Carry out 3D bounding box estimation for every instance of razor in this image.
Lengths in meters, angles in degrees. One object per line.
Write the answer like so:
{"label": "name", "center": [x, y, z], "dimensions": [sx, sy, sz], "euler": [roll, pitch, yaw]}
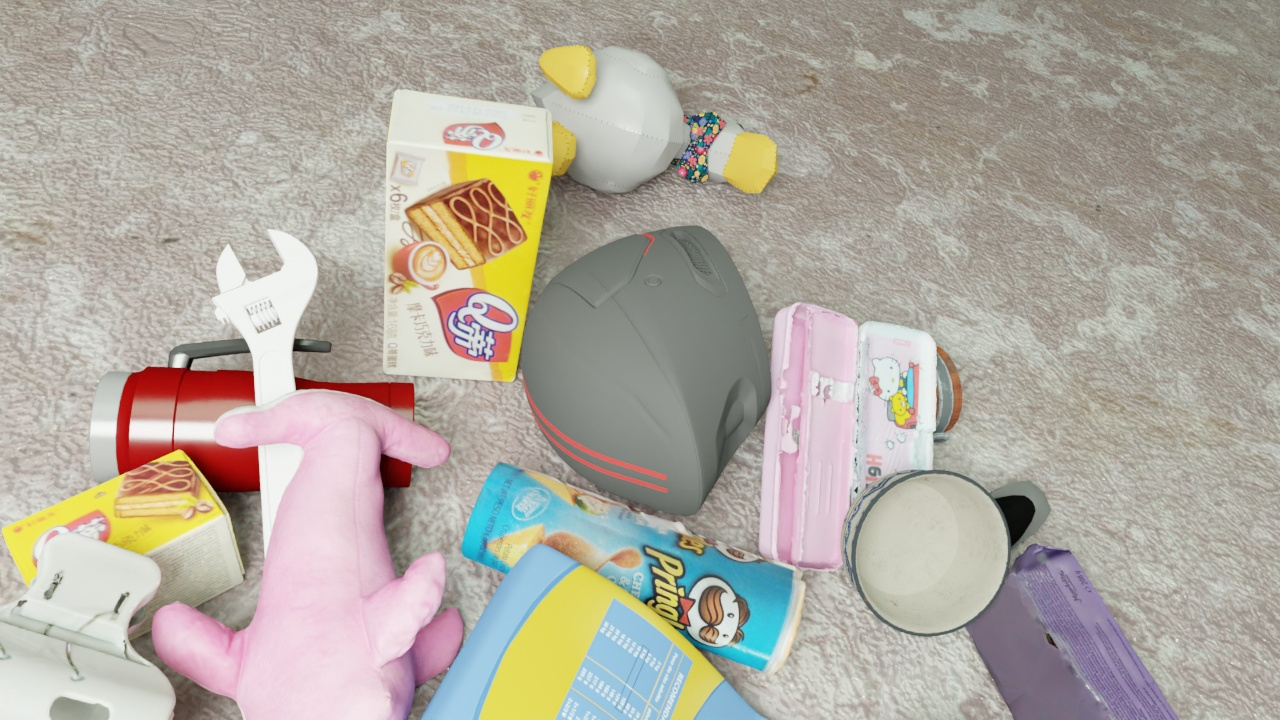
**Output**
{"label": "razor", "center": [0.286, 0.133, 0.738], "dimensions": [0.155, 0.060, 0.057], "euler": [-11, 64, -49]}

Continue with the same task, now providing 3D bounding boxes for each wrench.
{"label": "wrench", "center": [-0.232, 0.049, 0.592], "dimensions": [0.066, 0.018, 0.273], "euler": [-5, 83, -20]}

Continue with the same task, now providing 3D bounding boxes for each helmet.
{"label": "helmet", "center": [-0.004, 0.004, 0.694], "dimensions": [0.169, 0.164, 0.264], "euler": [-15, 42, -12]}

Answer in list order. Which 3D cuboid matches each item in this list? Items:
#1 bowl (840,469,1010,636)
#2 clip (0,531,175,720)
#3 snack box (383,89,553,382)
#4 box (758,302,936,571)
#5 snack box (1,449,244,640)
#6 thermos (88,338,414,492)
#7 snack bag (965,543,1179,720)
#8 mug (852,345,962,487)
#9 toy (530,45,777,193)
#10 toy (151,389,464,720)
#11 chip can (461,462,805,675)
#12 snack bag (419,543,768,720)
{"label": "bowl", "center": [0.196, 0.131, 0.657], "dimensions": [0.115, 0.059, 0.115], "euler": [0, 93, -8]}
{"label": "clip", "center": [-0.288, 0.155, 0.436], "dimensions": [0.125, 0.092, 0.151], "euler": [28, 13, -20]}
{"label": "snack box", "center": [-0.133, -0.082, 0.688], "dimensions": [0.110, 0.231, 0.061], "euler": [4, 48, -13]}
{"label": "box", "center": [0.162, 0.064, 0.714], "dimensions": [0.154, 0.045, 0.201], "euler": [12, 78, -28]}
{"label": "snack box", "center": [-0.310, 0.119, 0.560], "dimensions": [0.105, 0.084, 0.061], "euler": [-28, 60, -33]}
{"label": "thermos", "center": [-0.261, 0.037, 0.638], "dimensions": [0.198, 0.084, 0.108], "euler": [3, 84, -16]}
{"label": "snack bag", "center": [0.296, 0.233, 0.620], "dimensions": [0.058, 0.097, 0.205], "euler": [-5, 50, -20]}
{"label": "mug", "center": [0.208, 0.048, 0.781], "dimensions": [0.111, 0.082, 0.117], "euler": [-7, 70, -17]}
{"label": "toy", "center": [-0.005, -0.239, 0.939], "dimensions": [0.247, 0.141, 0.266], "euler": [30, 21, 34]}
{"label": "toy", "center": [-0.165, 0.137, 0.528], "dimensions": [0.186, 0.128, 0.265], "euler": [14, 62, -39]}
{"label": "chip can", "center": [-0.004, 0.141, 0.634], "dimensions": [0.229, 0.080, 0.079], "euler": [20, 47, 3]}
{"label": "snack bag", "center": [-0.022, 0.232, 0.538], "dimensions": [0.205, 0.103, 0.158], "euler": [33, 47, -3]}
